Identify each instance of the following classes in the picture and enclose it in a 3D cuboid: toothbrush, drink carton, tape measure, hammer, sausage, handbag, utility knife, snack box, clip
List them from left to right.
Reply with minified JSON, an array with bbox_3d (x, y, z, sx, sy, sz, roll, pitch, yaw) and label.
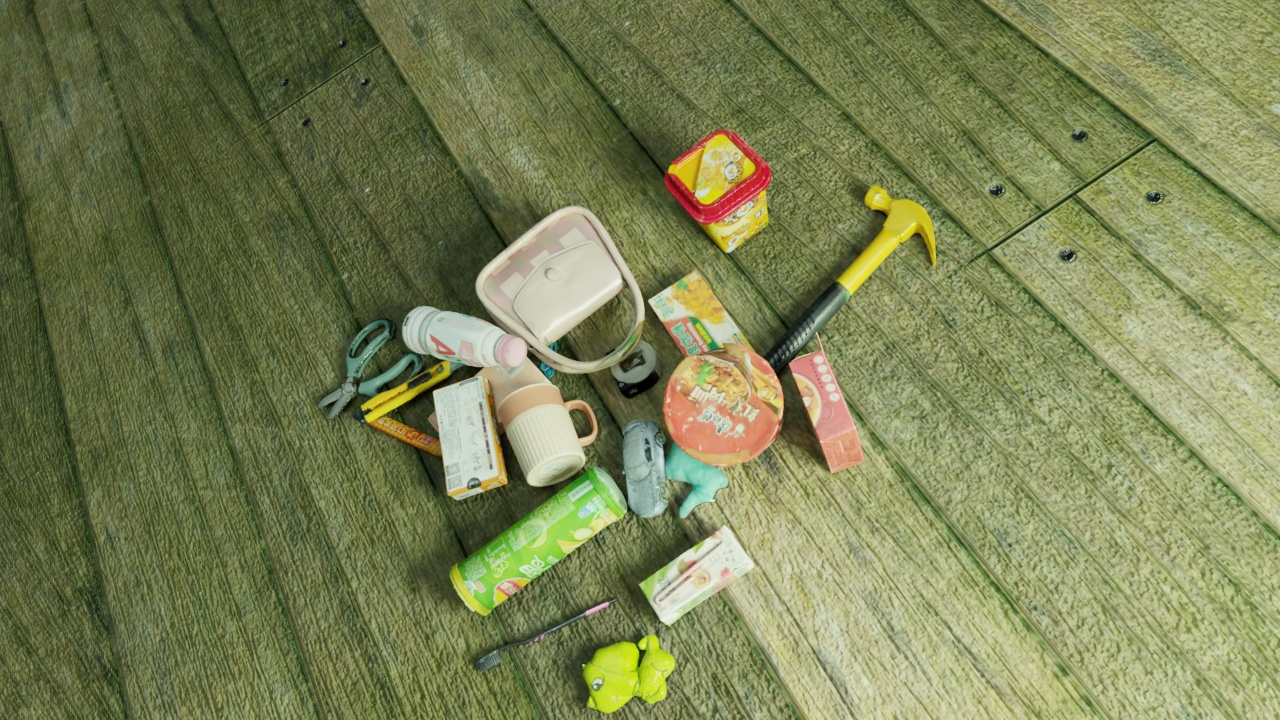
[{"bbox_3d":[-0.323,0.100,1.256,0.165,0.021,0.021,19,72,26],"label":"sausage"},{"bbox_3d":[-0.303,0.027,1.276,0.216,0.015,0.033,-31,55,-7],"label":"utility knife"},{"bbox_3d":[-0.222,0.097,1.189,0.075,0.026,0.153,-19,62,8],"label":"snack box"},{"bbox_3d":[-0.202,0.057,1.233,0.157,0.026,0.084,-42,61,-4],"label":"snack box"},{"bbox_3d":[-0.110,0.323,1.081,0.189,0.014,0.017,-26,70,5],"label":"toothbrush"},{"bbox_3d":[-0.123,-0.005,1.242,0.014,0.047,0.057,-5,61,17],"label":"clip"},{"bbox_3d":[-0.090,-0.077,1.221,0.193,0.093,0.234,-39,61,-6],"label":"handbag"},{"bbox_3d":[-0.007,0.007,1.189,0.066,0.033,0.065,-30,61,3],"label":"tape measure"},{"bbox_3d":[0.063,0.244,1.042,0.122,0.045,0.053,-35,60,0],"label":"drink carton"},{"bbox_3d":[0.080,-0.039,1.186,0.077,0.027,0.155,-34,59,2],"label":"snack box"},{"bbox_3d":[0.210,0.050,1.049,0.044,0.113,0.127,-21,60,9],"label":"snack box"},{"bbox_3d":[0.252,-0.088,1.149,0.300,0.033,0.129,-46,59,-7],"label":"hammer"}]

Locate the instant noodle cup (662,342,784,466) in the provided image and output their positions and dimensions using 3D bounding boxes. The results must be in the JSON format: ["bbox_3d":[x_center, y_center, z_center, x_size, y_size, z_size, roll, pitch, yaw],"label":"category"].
[{"bbox_3d":[0.106,0.058,1.069,0.138,0.108,0.137,-3,80,18],"label":"instant noodle cup"}]

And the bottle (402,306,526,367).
[{"bbox_3d":[-0.238,-0.028,1.242,0.197,0.068,0.068,13,69,36],"label":"bottle"}]

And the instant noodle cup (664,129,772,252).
[{"bbox_3d":[0.110,-0.216,1.205,0.116,0.124,0.116,-36,59,-1],"label":"instant noodle cup"}]

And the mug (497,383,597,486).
[{"bbox_3d":[-0.110,0.091,1.163,0.114,0.082,0.105,-13,59,-22],"label":"mug"}]

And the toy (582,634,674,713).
[{"bbox_3d":[-0.015,0.349,1.026,0.100,0.031,0.096,14,70,19],"label":"toy"}]

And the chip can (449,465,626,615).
[{"bbox_3d":[-0.119,0.214,1.103,0.221,0.072,0.072,-36,59,0],"label":"chip can"}]

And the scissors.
[{"bbox_3d":[-0.382,0.025,1.314,0.171,0.019,0.176,22,72,26],"label":"scissors"}]

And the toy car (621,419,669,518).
[{"bbox_3d":[0.003,0.131,1.113,0.054,0.036,0.120,-27,59,38],"label":"toy car"}]

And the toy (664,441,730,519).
[{"bbox_3d":[0.062,0.140,1.104,0.092,0.030,0.096,33,84,31],"label":"toy"}]
